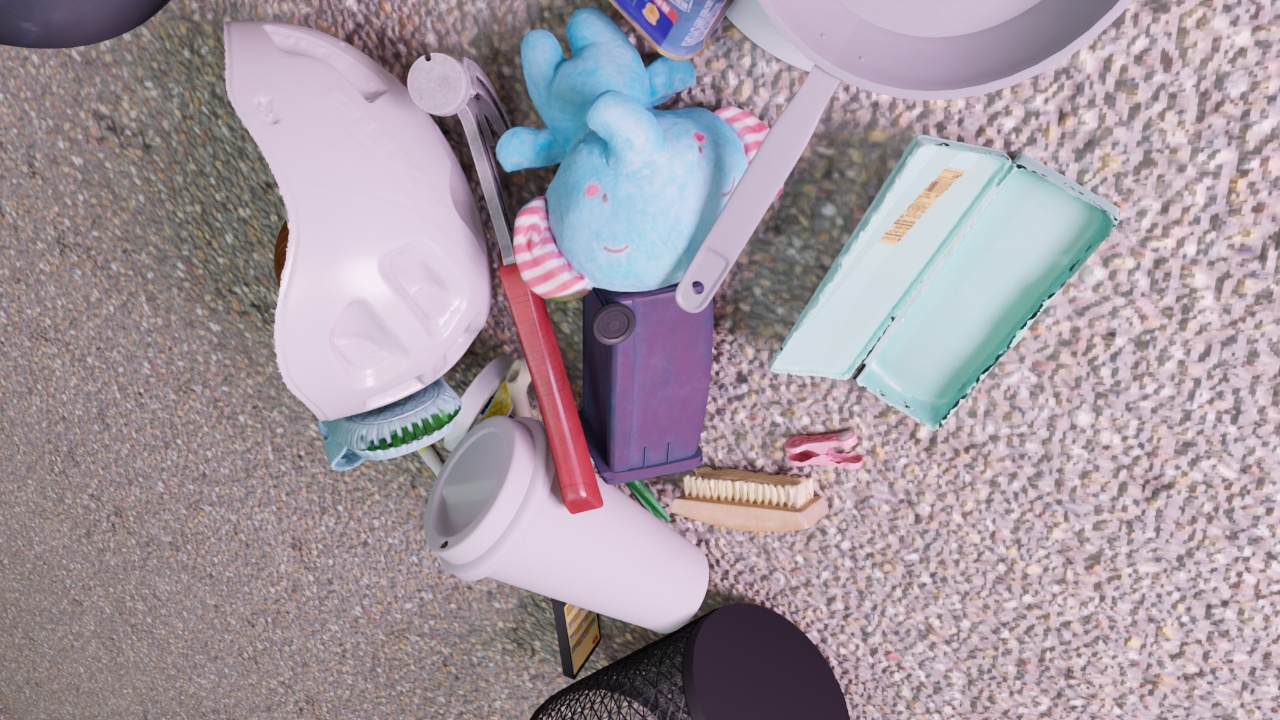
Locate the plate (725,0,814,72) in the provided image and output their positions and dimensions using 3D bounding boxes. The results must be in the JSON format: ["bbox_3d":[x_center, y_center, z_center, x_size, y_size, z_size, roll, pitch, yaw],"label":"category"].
[{"bbox_3d":[0.113,-0.255,0.468,0.230,0.030,0.230,16,127,22],"label":"plate"}]

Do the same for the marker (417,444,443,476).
[{"bbox_3d":[-0.228,0.067,0.907,0.014,0.014,0.132,-22,107,39],"label":"marker"}]

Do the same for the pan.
[{"bbox_3d":[0.108,-0.167,0.462,0.201,0.050,0.358,31,125,1],"label":"pan"}]

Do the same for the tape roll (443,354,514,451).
[{"bbox_3d":[-0.130,0.039,0.773,0.019,0.093,0.094,31,131,8],"label":"tape roll"}]

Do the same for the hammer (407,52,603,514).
[{"bbox_3d":[-0.080,-0.044,0.632,0.036,0.126,0.316,-15,98,8],"label":"hammer"}]

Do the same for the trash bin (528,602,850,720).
[{"bbox_3d":[0.041,0.341,0.805,0.217,0.216,0.244,42,126,0],"label":"trash bin"}]

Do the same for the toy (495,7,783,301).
[{"bbox_3d":[-0.009,-0.131,0.558,0.183,0.115,0.180,-26,94,-3],"label":"toy"}]

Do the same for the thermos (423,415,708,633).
[{"bbox_3d":[-0.050,0.143,0.738,0.221,0.131,0.132,34,139,-31],"label":"thermos"}]

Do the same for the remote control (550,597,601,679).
[{"bbox_3d":[-0.062,0.246,0.894,0.013,0.058,0.134,13,127,25],"label":"remote control"}]

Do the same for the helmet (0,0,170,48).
[{"bbox_3d":[-0.392,-0.352,0.581,0.235,0.248,0.317,22,133,-19],"label":"helmet"}]

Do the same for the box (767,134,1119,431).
[{"bbox_3d":[0.174,-0.043,0.558,0.138,0.057,0.187,23,131,-6],"label":"box"}]

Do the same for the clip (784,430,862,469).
[{"bbox_3d":[0.135,0.062,0.674,0.060,0.023,0.044,19,123,19],"label":"clip"}]

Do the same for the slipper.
[{"bbox_3d":[-0.210,0.044,0.760,0.276,0.115,0.069,21,134,62],"label":"slipper"}]

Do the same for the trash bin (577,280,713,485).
[{"bbox_3d":[-0.004,0.004,0.660,0.093,0.092,0.161,-121,27,-52],"label":"trash bin"}]

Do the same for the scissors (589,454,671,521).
[{"bbox_3d":[-0.019,0.097,0.798,0.071,0.014,0.130,-21,106,39],"label":"scissors"}]

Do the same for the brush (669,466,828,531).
[{"bbox_3d":[0.084,0.108,0.719,0.117,0.049,0.039,4,99,31],"label":"brush"}]

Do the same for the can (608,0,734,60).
[{"bbox_3d":[0.013,-0.229,0.520,0.100,0.053,0.059,46,150,0],"label":"can"}]

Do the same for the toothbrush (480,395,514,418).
[{"bbox_3d":[-0.073,0.093,0.826,0.190,0.017,0.016,38,137,4],"label":"toothbrush"}]

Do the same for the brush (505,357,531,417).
[{"bbox_3d":[-0.105,0.103,0.809,0.062,0.077,0.273,-121,30,-42],"label":"brush"}]

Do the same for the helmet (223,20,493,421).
[{"bbox_3d":[-0.218,-0.107,0.658,0.282,0.183,0.225,55,157,10],"label":"helmet"}]

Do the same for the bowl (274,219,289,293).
[{"bbox_3d":[-0.274,-0.067,0.808,0.147,0.068,0.147,16,127,22],"label":"bowl"}]
